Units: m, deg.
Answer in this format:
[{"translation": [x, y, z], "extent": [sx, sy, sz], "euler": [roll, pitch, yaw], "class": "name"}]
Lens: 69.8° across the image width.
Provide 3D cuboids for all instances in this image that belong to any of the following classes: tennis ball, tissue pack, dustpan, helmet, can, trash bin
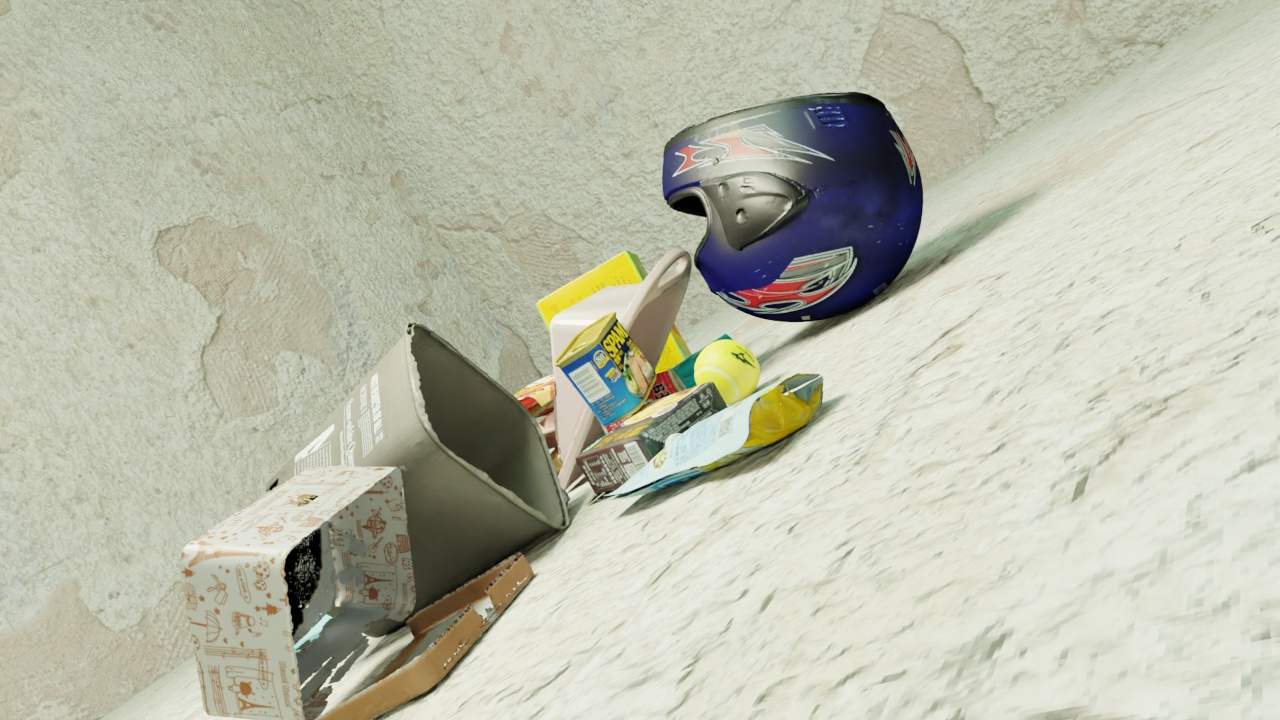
[{"translation": [0.087, 0.012, 0.919], "extent": [0.065, 0.065, 0.065], "euler": [-32, 2, 1], "class": "tennis ball"}, {"translation": [0.080, 0.014, 1.169], "extent": [0.093, 0.050, 0.133], "euler": [-33, 2, 16], "class": "tissue pack"}, {"translation": [-0.006, 0.006, 1.086], "extent": [0.139, 0.274, 0.222], "euler": [0, 20, 22], "class": "dustpan"}, {"translation": [0.170, -0.164, 1.082], "extent": [0.316, 0.240, 0.246], "euler": [-4, -4, 39], "class": "helmet"}, {"translation": [-0.032, 0.008, 0.930], "extent": [0.057, 0.083, 0.101], "euler": [-31, 13, 22], "class": "can"}, {"translation": [0.009, 0.057, 0.998], "extent": [0.094, 0.066, 0.066], "euler": [-32, 2, 8], "class": "can"}, {"translation": [-0.220, 0.120, 0.864], "extent": [0.220, 0.198, 0.199], "euler": [-39, 36, 9], "class": "trash bin"}]

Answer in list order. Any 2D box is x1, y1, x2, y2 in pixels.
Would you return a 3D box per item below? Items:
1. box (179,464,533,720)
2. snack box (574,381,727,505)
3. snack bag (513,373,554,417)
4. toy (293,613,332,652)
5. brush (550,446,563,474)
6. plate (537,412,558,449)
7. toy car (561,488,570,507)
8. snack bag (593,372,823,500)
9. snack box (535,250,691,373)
[{"translation": [-0.186, 0.174, 0.658], "extent": [0.187, 0.155, 0.182], "euler": [-2, 13, 12], "class": "box"}, {"translation": [0.007, 0.078, 0.867], "extent": [0.113, 0.053, 0.126], "euler": [-34, 8, -40], "class": "snack box"}, {"translation": [-0.121, 0.050, 1.196], "extent": [0.129, 0.073, 0.207], "euler": [-25, -2, 30], "class": "snack bag"}, {"translation": [-0.347, 0.293, 1.019], "extent": [0.157, 0.050, 0.161], "euler": [-33, 6, 42], "class": "toy"}, {"translation": [-0.102, 0.136, 1.273], "extent": [0.083, 0.046, 0.255], "euler": [-37, 0, -15], "class": "brush"}, {"translation": [-0.153, 0.106, 1.208], "extent": [0.229, 0.028, 0.229], "euler": [-21, -8, -3], "class": "plate"}, {"translation": [-0.113, 0.157, 0.942], "extent": [0.091, 0.034, 0.042], "euler": [-33, 5, 31], "class": "toy car"}, {"translation": [0.049, 0.063, 0.700], "extent": [0.110, 0.039, 0.192], "euler": [-41, 6, -40], "class": "snack bag"}, {"translation": [-0.030, -0.029, 1.314], "extent": [0.158, 0.210, 0.070], "euler": [-29, -4, 11], "class": "snack box"}]
